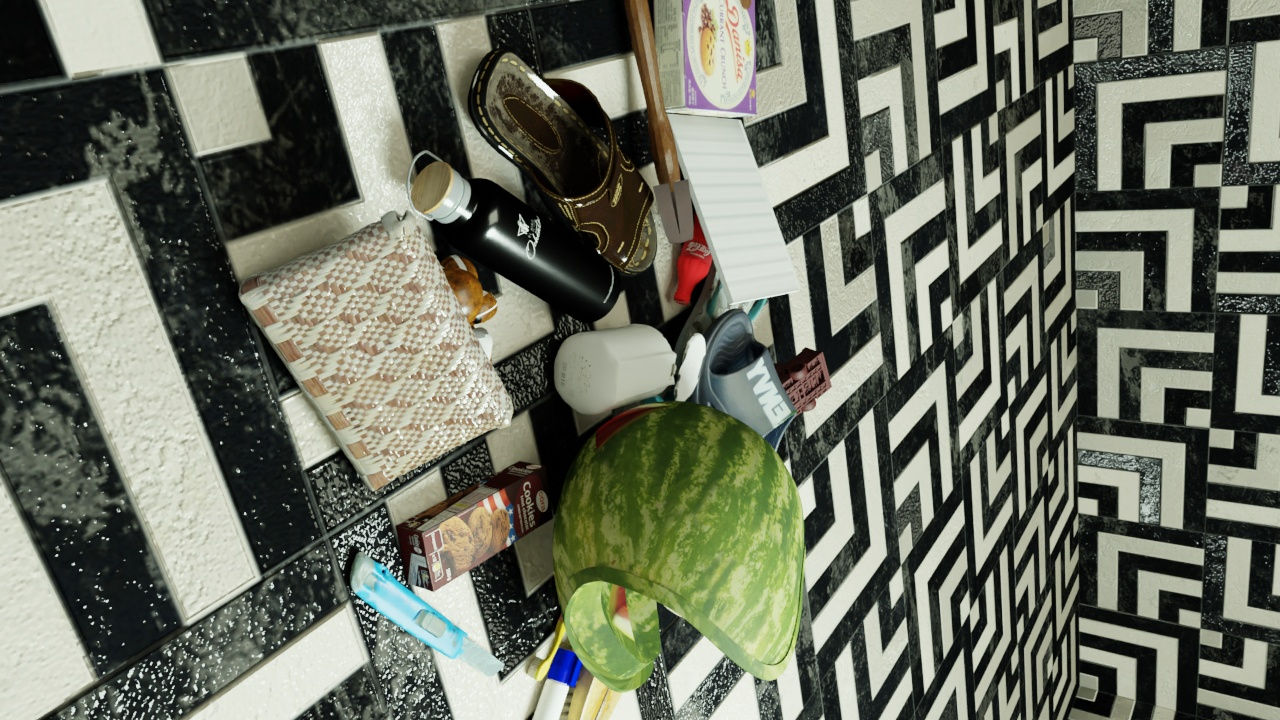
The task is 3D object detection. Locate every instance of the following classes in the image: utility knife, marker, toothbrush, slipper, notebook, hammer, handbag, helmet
[{"bbox_3d":[-0.170,0.215,0.749,0.031,0.015,0.205,-59,138,-23],"label":"utility knife"},{"bbox_3d":[-0.088,0.339,0.861,0.023,0.027,0.133,53,52,-60],"label":"marker"},{"bbox_3d":[-0.070,0.249,0.887,0.135,0.016,0.021,-57,133,-35],"label":"toothbrush"},{"bbox_3d":[0.115,0.079,0.989,0.110,0.083,0.268,-27,118,-43],"label":"slipper"},{"bbox_3d":[0.104,-0.168,1.003,0.142,0.009,0.209,-14,84,-50],"label":"notebook"},{"bbox_3d":[0.009,-0.273,0.888,0.115,0.033,0.323,-86,165,-77],"label":"hammer"},{"bbox_3d":[0.111,-0.073,1.038,0.098,0.055,0.268,53,49,-40],"label":"slipper"},{"bbox_3d":[-0.048,-0.168,0.811,0.268,0.076,0.112,44,60,-46],"label":"slipper"},{"bbox_3d":[-0.178,-0.005,0.646,0.124,0.047,0.186,-27,123,-7],"label":"handbag"},{"bbox_3d":[0.037,0.154,0.832,0.243,0.214,0.246,54,39,-18],"label":"helmet"}]

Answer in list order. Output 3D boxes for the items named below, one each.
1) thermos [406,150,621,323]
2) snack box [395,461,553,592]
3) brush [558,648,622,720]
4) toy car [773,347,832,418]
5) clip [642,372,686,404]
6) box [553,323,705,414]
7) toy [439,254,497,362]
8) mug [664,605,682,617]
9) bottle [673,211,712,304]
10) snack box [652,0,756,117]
[{"bbox_3d":[-0.105,-0.099,0.755,0.231,0.061,0.061,30,70,-51],"label":"thermos"},{"bbox_3d":[-0.135,0.135,0.769,0.140,0.032,0.051,-25,114,-49],"label":"snack box"},{"bbox_3d":[-0.035,0.287,0.912,0.059,0.043,0.195,44,61,-45],"label":"brush"},{"bbox_3d":[0.151,0.051,1.111,0.169,0.062,0.070,-36,124,-21],"label":"toy car"},{"bbox_3d":[0.047,0.017,1.005,0.126,0.028,0.113,1,88,-53],"label":"clip"},{"bbox_3d":[-0.002,0.006,0.885,0.165,0.092,0.083,-15,111,-54],"label":"box"},{"bbox_3d":[-0.148,-0.020,0.714,0.087,0.067,0.113,-18,118,-51],"label":"toy"},{"bbox_3d":[0.056,0.215,0.983,0.099,0.096,0.120,-44,123,-32],"label":"mug"},{"bbox_3d":[0.062,-0.116,0.997,0.036,0.036,0.118,41,63,-48],"label":"bottle"},{"bbox_3d":[0.071,-0.336,0.978,0.147,0.041,0.143,-15,107,-51],"label":"snack box"}]
